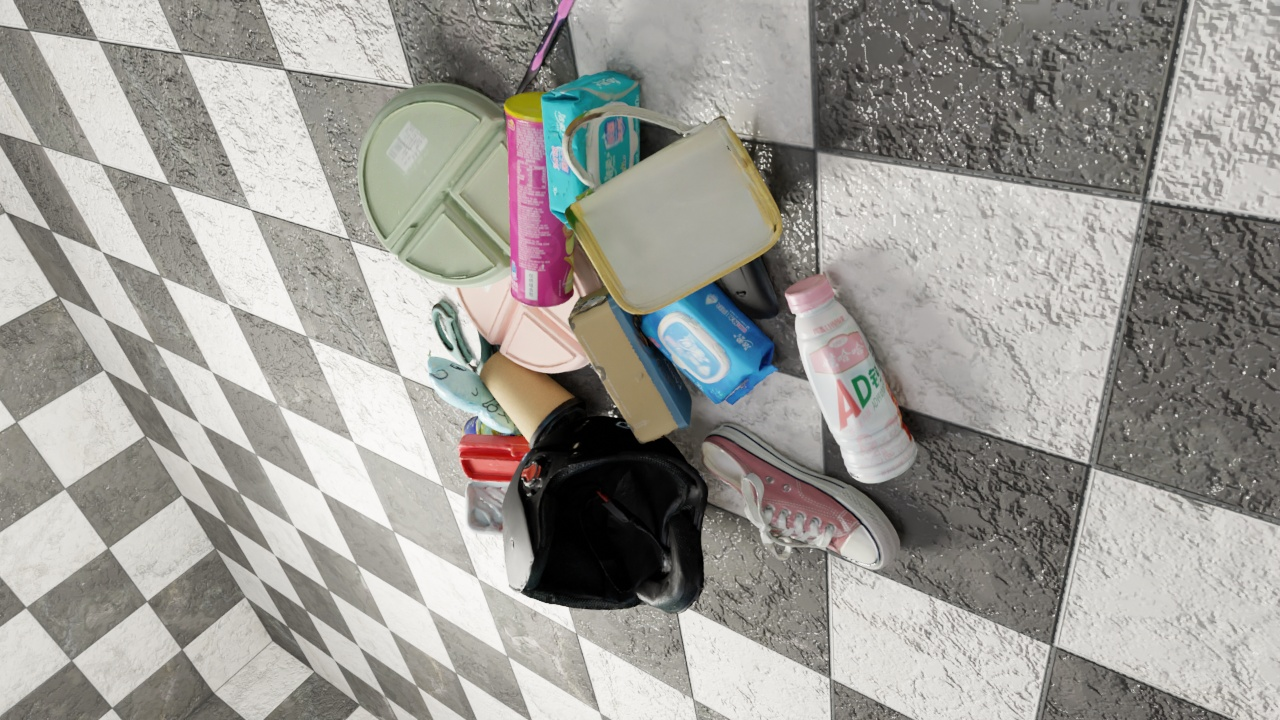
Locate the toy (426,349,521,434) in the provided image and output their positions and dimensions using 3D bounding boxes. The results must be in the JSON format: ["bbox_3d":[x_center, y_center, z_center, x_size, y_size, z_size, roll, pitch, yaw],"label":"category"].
[{"bbox_3d":[-0.225,0.044,1.226,0.156,0.050,0.161,41,-176,10],"label":"toy"}]

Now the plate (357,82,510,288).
[{"bbox_3d":[-0.214,-0.186,1.010,0.230,0.027,0.230,7,115,16],"label":"plate"}]

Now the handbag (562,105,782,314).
[{"bbox_3d":[0.017,-0.149,0.797,0.163,0.063,0.179,-28,112,13],"label":"handbag"}]

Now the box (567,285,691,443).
[{"bbox_3d":[-0.006,0.006,0.994,0.063,0.089,0.184,-27,109,16],"label":"box"}]

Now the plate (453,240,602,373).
[{"bbox_3d":[-0.140,-0.079,1.091,0.230,0.028,0.230,22,133,25],"label":"plate"}]

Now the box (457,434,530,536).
[{"bbox_3d":[-0.146,0.171,1.256,0.201,0.063,0.160,2,114,9],"label":"box"}]

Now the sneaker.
[{"bbox_3d":[0.157,0.159,0.987,0.241,0.087,0.118,32,141,21],"label":"sneaker"}]

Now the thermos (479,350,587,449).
[{"bbox_3d":[-0.139,0.051,1.185,0.143,0.092,0.093,43,144,18],"label":"thermos"}]

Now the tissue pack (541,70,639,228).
[{"bbox_3d":[-0.042,-0.193,0.840,0.050,0.093,0.134,23,130,31],"label":"tissue pack"}]

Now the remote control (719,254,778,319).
[{"bbox_3d":[0.091,-0.093,0.870,0.053,0.024,0.136,-3,121,45],"label":"remote control"}]

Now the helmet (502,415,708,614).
[{"bbox_3d":[-0.047,0.177,1.094,0.275,0.233,0.230,-60,31,26],"label":"helmet"}]

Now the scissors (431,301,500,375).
[{"bbox_3d":[-0.222,-0.003,1.269,0.172,0.019,0.177,5,125,41],"label":"scissors"}]

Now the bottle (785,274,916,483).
[{"bbox_3d":[0.189,0.017,0.843,0.068,0.068,0.197,-9,114,48],"label":"bottle"}]

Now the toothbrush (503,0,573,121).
[{"bbox_3d":[-0.094,-0.294,0.881,0.014,0.017,0.190,45,140,0],"label":"toothbrush"}]

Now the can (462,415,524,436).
[{"bbox_3d":[-0.193,0.138,1.325,0.148,0.074,0.049,54,140,-8],"label":"can"}]

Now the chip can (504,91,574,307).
[{"bbox_3d":[-0.100,-0.160,0.934,0.071,0.071,0.211,25,130,27],"label":"chip can"}]

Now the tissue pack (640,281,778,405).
[{"bbox_3d":[0.062,-0.026,0.938,0.157,0.052,0.095,46,143,1],"label":"tissue pack"}]
